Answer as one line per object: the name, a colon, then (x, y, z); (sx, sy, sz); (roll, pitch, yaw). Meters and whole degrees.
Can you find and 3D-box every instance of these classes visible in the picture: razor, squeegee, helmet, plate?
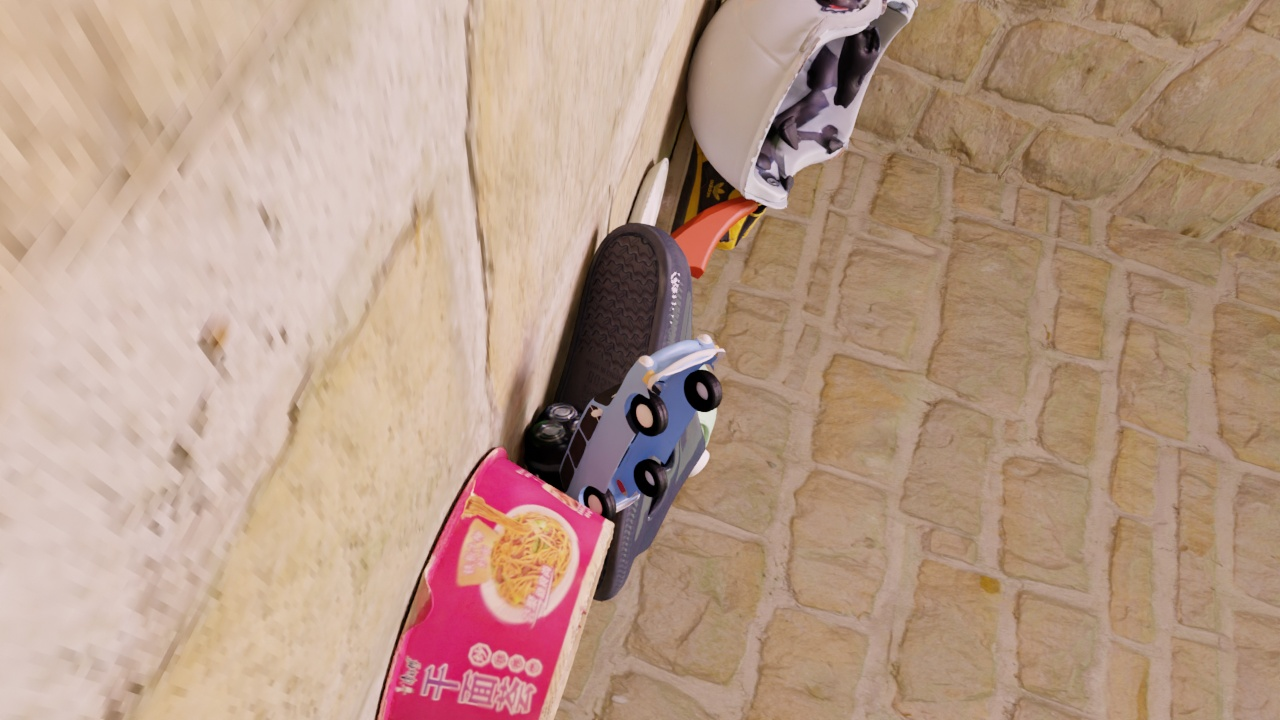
razor: (-0.067, 0.098, 0.610); (0.063, 0.053, 0.140); (19, 95, -50)
squeegee: (0.052, -0.115, 0.975); (0.184, 0.055, 0.250); (-40, 178, -12)
helmet: (0.136, -0.291, 0.923); (0.263, 0.164, 0.237); (-42, 161, -35)
plate: (-0.002, -0.115, 0.864); (0.157, 0.014, 0.157); (23, 85, -88)

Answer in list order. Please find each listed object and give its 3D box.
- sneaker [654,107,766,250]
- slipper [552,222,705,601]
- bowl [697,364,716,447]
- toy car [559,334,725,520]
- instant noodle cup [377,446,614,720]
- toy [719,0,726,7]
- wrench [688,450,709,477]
sneaker: (0.103, -0.239, 1.059); (0.086, 0.122, 0.238); (94, 15, -83)
slipper: (-0.005, 0.037, 0.661); (0.083, 0.111, 0.268); (2, 105, -42)
bowl: (0.010, 0.055, 0.787); (0.150, 0.077, 0.151); (-29, 144, -25)
toy car: (-0.004, 0.040, 0.532); (0.056, 0.055, 0.154); (-21, 150, -40)
instant noodle cup: (-0.069, 0.143, 0.496); (0.178, 0.078, 0.178); (21, 86, -87)
toy: (0.120, -0.406, 1.034); (0.137, 0.067, 0.106); (-64, -176, -15)
wrench: (-0.009, 0.110, 0.932); (0.047, 0.009, 0.274); (-55, -163, -25)
